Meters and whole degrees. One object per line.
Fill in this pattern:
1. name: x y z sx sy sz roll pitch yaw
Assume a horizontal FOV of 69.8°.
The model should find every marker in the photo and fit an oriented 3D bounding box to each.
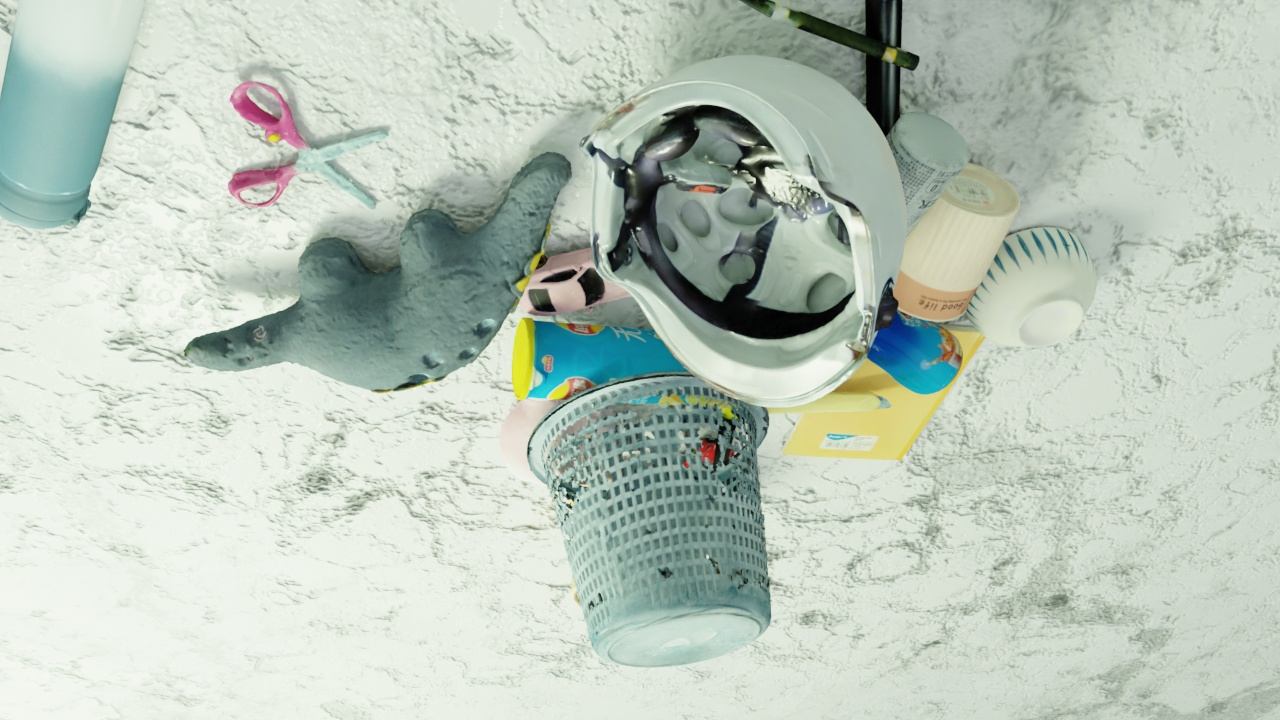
1. marker: 0.089 0.067 0.934 0.018 0.015 0.124 3 126 -5

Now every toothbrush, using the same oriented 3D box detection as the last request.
1. toothbrush: 0.102 -0.227 0.616 0.185 0.012 0.017 16 140 -10
2. toothbrush: 0.183 -0.183 0.687 0.027 0.026 0.213 -7 138 9

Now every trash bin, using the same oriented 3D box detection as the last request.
1. trash bin: 0.022 0.150 0.798 0.226 0.194 0.227 -7 146 -5

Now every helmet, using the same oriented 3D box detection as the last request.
1. helmet: 0.087 -0.103 0.653 0.229 0.145 0.259 15 142 34

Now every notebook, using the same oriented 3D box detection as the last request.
1. notebook: 0.245 0.036 0.942 0.145 0.010 0.207 4 136 -13

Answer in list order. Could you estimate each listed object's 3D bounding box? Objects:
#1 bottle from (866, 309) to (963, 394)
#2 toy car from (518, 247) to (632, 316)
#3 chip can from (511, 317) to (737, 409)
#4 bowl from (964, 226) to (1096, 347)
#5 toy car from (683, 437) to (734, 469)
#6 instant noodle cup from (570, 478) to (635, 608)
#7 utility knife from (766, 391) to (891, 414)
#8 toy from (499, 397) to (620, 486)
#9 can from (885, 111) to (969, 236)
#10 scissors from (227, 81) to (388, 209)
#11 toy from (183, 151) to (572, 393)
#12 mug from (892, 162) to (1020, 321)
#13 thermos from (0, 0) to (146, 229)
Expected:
1. bottle: 0.191 -0.041 0.806 0.218 0.065 0.065 29 126 -26
2. toy car: -0.048 -0.067 0.772 0.122 0.037 0.056 -13 139 4
3. chip can: -0.005 0.005 0.817 0.210 0.071 0.071 4 136 -18
4. bowl: 0.352 -0.054 0.820 0.116 0.066 0.117 -4 137 -4
5. toy car: 0.060 0.122 0.994 0.049 0.031 0.107 20 128 -28
6. instant noodle cup: -0.009 0.211 0.997 0.151 0.111 0.152 5 145 3
7. utility knife: 0.170 0.045 0.923 0.163 0.018 0.031 2 136 11
8. toy: -0.074 0.060 0.892 0.121 0.054 0.160 3 126 -12
9. can: 0.186 -0.118 0.703 0.058 0.058 0.147 8 144 -16
10. scissors: -0.250 -0.147 0.674 0.136 0.017 0.133 -31 136 20
11. toy: -0.194 -0.044 0.738 0.357 0.091 0.138 -21 123 11
12. mug: 0.261 -0.102 0.755 0.114 0.081 0.106 -19 142 -29
13. thermos: -0.373 -0.175 0.589 0.070 0.070 0.221 22 130 -28
